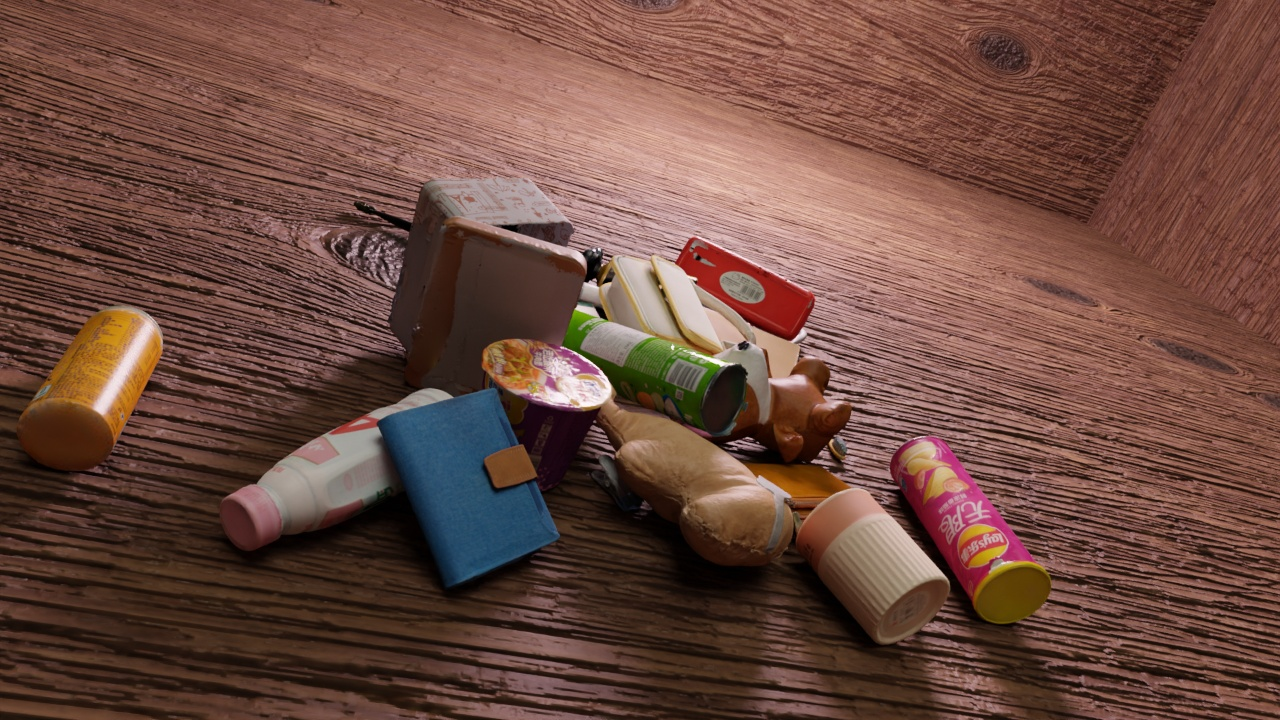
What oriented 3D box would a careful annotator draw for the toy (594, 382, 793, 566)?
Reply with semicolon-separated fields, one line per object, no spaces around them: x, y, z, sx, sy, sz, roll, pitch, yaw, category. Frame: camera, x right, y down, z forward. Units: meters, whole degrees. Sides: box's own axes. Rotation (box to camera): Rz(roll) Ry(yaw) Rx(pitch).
0.035;0.096;0.799;0.226;0.082;0.143;39;6;37;toy

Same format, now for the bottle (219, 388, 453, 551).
-0.211;0.079;0.674;0.068;0.068;0.196;31;30;20;bottle

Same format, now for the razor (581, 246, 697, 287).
-0.005;-0.110;1.198;0.167;0.062;0.067;9;47;-16;razor

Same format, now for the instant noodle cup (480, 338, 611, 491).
-0.092;0.049;0.783;0.111;0.099;0.111;17;27;-9;instant noodle cup

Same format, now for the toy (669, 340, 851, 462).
0.113;0.040;0.946;0.199;0.131;0.140;5;28;-11;toy

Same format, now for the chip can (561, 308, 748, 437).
-0.005;0.005;0.893;0.236;0.072;0.072;20;19;41;chip can

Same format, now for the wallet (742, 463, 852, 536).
0.153;0.127;0.870;0.130;0.035;0.119;6;18;-31;wallet

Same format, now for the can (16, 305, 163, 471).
-0.394;0.016;0.666;0.058;0.058;0.146;12;26;-19;can

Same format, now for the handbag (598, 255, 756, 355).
0.053;-0.057;1.099;0.178;0.063;0.163;3;44;-26;handbag

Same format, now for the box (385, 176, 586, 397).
-0.135;-0.054;0.850;0.150;0.182;0.168;-14;50;-43;box

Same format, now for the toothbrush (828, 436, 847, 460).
0.206;0.058;1.086;0.016;0.018;0.191;14;26;-19;toothbrush

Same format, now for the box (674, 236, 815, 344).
0.142;-0.086;1.277;0.201;0.095;0.099;29;-1;20;box

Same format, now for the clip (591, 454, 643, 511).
-0.020;0.109;0.812;0.024;0.028;0.056;-9;48;-44;clip

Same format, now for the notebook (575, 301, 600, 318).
-0.131;-0.044;1.041;0.209;0.012;0.150;9;28;-24;notebook

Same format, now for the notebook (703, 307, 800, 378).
0.088;-0.013;1.114;0.207;0.008;0.147;22;39;2;notebook

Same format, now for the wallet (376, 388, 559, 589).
-0.125;0.091;0.680;0.106;0.040;0.133;-14;77;-49;wallet

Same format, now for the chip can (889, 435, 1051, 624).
0.318;0.160;0.908;0.071;0.071;0.210;13;26;-16;chip can

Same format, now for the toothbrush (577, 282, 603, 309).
0.025;-0.056;1.168;0.221;0.026;0.027;17;4;-10;toothbrush

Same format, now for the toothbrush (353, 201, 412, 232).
-0.263;-0.156;1.149;0.213;0.026;0.027;23;3;5;toothbrush

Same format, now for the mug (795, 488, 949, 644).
0.204;0.179;0.785;0.114;0.082;0.106;32;13;-44;mug
